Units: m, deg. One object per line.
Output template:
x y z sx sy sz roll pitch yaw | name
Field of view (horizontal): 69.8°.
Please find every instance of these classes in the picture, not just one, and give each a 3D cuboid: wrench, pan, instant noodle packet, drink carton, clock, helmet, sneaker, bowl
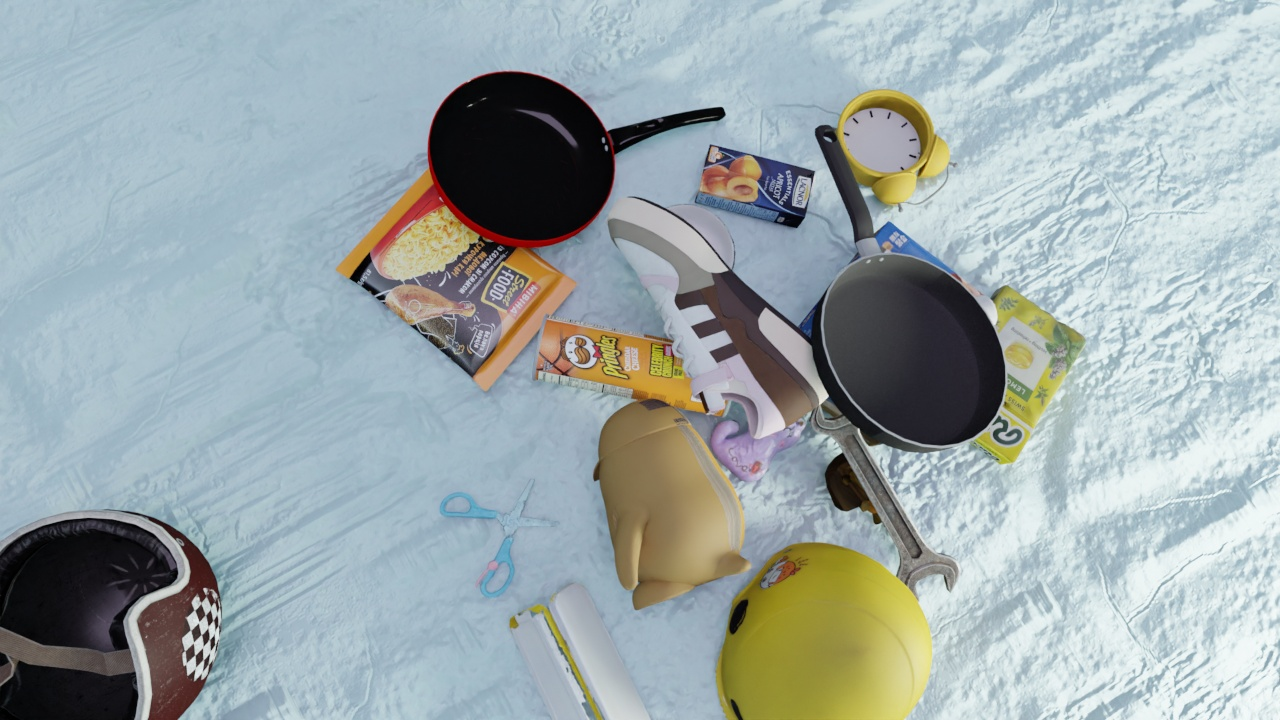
0.262 0.150 0.980 0.070 0.010 0.273 -32 105 3 | wrench
-0.067 -0.244 1.056 0.355 0.067 0.209 -16 80 -21 | pan
-0.206 -0.095 1.037 0.221 0.032 0.159 39 80 4 | instant noodle packet
0.134 -0.202 1.073 0.130 0.040 0.064 14 80 -1 | drink carton
0.296 -0.251 1.088 0.113 0.052 0.152 -39 80 -9 | clock
-0.521 0.253 0.841 0.233 0.253 0.234 -10 105 0 | helmet
0.237 -0.076 0.917 0.203 0.044 0.355 -11 71 -23 | pan
0.056 -0.036 0.939 0.294 0.112 0.116 44 80 1 | sneaker
0.192 0.307 0.934 0.209 0.140 0.239 37 80 3 | helmet
0.047 -0.114 1.040 0.113 0.063 0.113 1 80 -4 | bowl

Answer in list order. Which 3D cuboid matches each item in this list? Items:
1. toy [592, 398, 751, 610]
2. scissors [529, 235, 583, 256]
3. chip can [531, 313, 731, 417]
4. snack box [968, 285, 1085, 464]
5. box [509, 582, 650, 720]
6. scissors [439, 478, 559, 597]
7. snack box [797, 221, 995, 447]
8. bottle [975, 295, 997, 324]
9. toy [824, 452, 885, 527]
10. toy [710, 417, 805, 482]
0.018 0.141 0.958 0.163 0.198 0.203 -30 75 37 | toy
-0.135 -0.188 1.068 0.170 0.028 0.138 36 78 -1 | scissors
-0.006 0.006 1.009 0.215 0.075 0.075 11 79 -2 | chip can
0.417 0.013 1.049 0.121 0.045 0.180 37 80 3 | snack box
-0.063 0.349 0.965 0.080 0.079 0.209 -32 81 26 | box
-0.162 0.184 1.002 0.135 0.015 0.135 25 74 0 | scissors
0.270 -0.028 1.035 0.155 0.069 0.202 39 80 4 | snack box
0.292 -0.028 0.976 0.174 0.046 0.083 -18 82 -6 | bottle
0.247 0.146 1.012 0.100 0.063 0.076 47 58 -12 | toy
0.128 0.083 1.023 0.080 0.036 0.099 41 81 3 | toy
